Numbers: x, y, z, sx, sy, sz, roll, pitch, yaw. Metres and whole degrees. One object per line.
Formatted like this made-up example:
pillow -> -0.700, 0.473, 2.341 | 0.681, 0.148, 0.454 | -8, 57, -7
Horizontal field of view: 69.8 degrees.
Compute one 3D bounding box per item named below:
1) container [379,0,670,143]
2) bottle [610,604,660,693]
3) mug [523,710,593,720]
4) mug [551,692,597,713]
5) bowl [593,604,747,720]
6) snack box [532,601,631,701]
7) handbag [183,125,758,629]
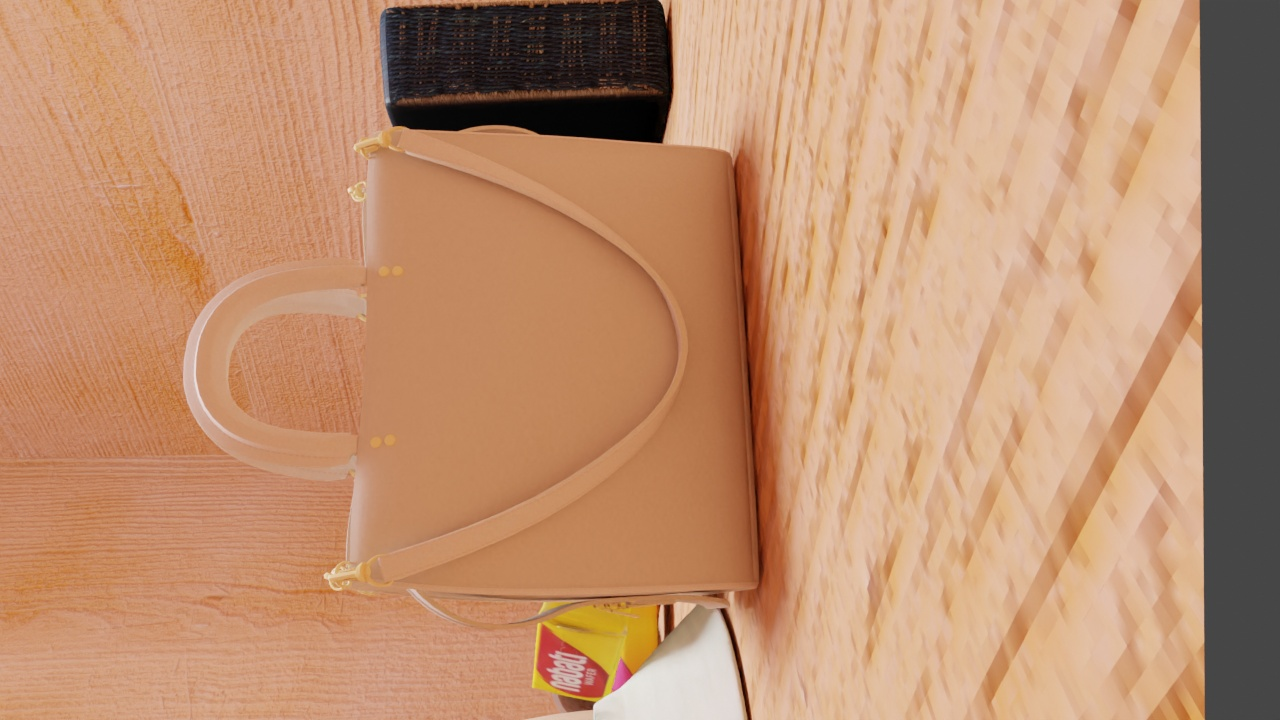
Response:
container -> -0.078, -0.182, 0.651 | 0.145, 0.187, 0.071 | 109, 157, -77
bottle -> -0.005, 0.177, 0.638 | 0.071, 0.048, 0.134 | 104, 165, -79
mug -> -0.047, 0.252, 0.559 | 0.111, 0.104, 0.085 | -168, 78, -85
mug -> -0.021, 0.252, 0.742 | 0.119, 0.083, 0.096 | 61, 180, -10
bowl -> 0.009, 0.198, 0.410 | 0.177, 0.058, 0.176 | 177, 92, -86
snack box -> -0.014, 0.066, 0.486 | 0.092, 0.042, 0.200 | 102, -179, -52
handbag -> -0.063, 0.001, 0.348 | 0.101, 0.197, 0.194 | 140, 131, -65
